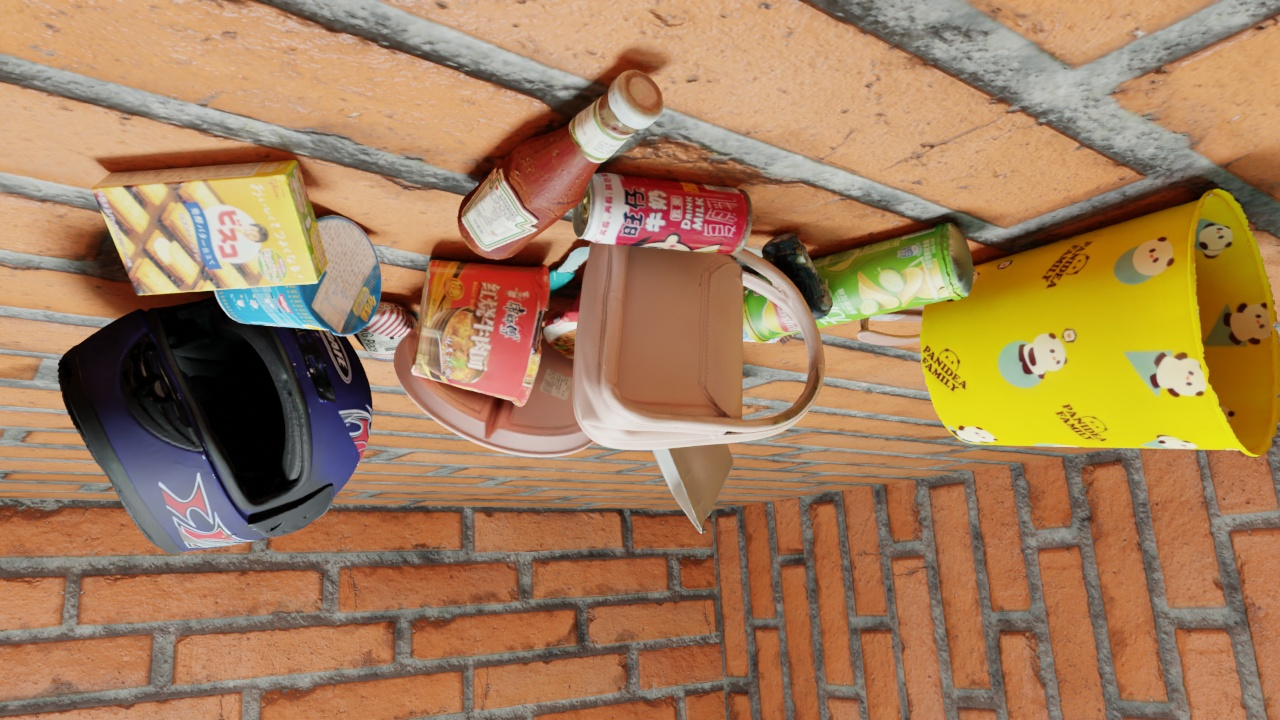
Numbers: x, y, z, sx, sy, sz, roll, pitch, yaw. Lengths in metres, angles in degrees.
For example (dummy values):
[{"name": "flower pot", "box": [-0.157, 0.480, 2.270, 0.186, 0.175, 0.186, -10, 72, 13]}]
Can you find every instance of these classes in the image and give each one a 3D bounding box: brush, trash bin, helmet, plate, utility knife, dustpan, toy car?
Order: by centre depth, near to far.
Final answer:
[{"name": "toy car", "box": [0.145, -0.076, 0.846, 0.043, 0.034, 0.090, -18, 117, 32]}, {"name": "trash bin", "box": [0.428, -0.018, 0.872, 0.229, 0.229, 0.256, 9, 167, -41]}, {"name": "helmet", "box": [-0.386, 0.046, 0.891, 0.240, 0.247, 0.316, -27, 172, -23]}, {"name": "utility knife", "box": [-0.086, -0.078, 0.913, 0.029, 0.013, 0.219, 5, 166, -22]}, {"name": "plate", "box": [-0.139, 0.016, 0.952, 0.229, 0.229, 0.028, 7, 122, -34]}, {"name": "brush", "box": [0.284, -0.052, 0.979, 0.145, 0.073, 0.063, 2, 164, -28]}, {"name": "dustpan", "box": [0.022, 0.108, 1.244, 0.143, 0.222, 0.257, -21, -177, 25]}]

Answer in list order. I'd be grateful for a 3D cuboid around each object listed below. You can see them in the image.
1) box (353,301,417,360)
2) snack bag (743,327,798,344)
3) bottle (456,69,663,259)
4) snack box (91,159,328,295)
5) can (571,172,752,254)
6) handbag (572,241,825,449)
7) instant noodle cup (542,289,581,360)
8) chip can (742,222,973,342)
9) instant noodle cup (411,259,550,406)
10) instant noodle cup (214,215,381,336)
[{"name": "box", "box": [-0.276, -0.034, 1.007, 0.068, 0.051, 0.164, 7, 164, -3]}, {"name": "snack bag", "box": [0.138, -0.036, 1.103, 0.104, 0.026, 0.048, 3, 153, -23]}, {"name": "bottle", "box": [-0.058, -0.131, 0.628, 0.059, 0.059, 0.207, 7, 159, -36]}, {"name": "snack box", "box": [-0.308, -0.096, 0.665, 0.140, 0.033, 0.087, -4, 124, 0]}, {"name": "can", "box": [0.017, -0.114, 0.714, 0.132, 0.053, 0.053, 2, 165, -21]}, {"name": "handbag", "box": [0.061, -0.016, 0.787, 0.234, 0.193, 0.094, 10, 161, -21]}, {"name": "instant noodle cup", "box": [0.002, -0.038, 0.939, 0.194, 0.065, 0.194, 8, 162, 2]}, {"name": "chip can", "box": [0.203, -0.072, 0.882, 0.222, 0.072, 0.072, -13, 163, 33]}, {"name": "instant noodle cup", "box": [-0.152, -0.032, 0.860, 0.108, 0.137, 0.138, 9, 163, -15]}, {"name": "instant noodle cup", "box": [-0.292, -0.069, 0.768, 0.110, 0.099, 0.099, -1, 168, 26]}]
